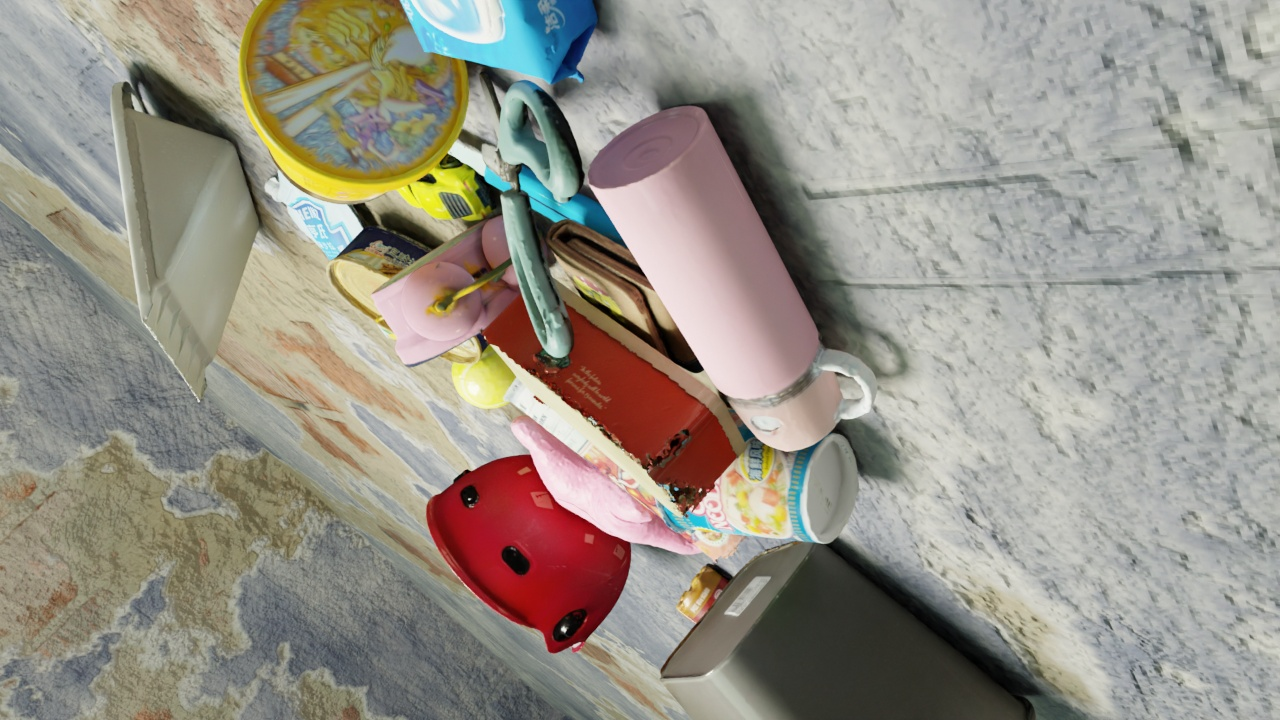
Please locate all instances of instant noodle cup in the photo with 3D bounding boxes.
[{"bbox_3d":[-0.170,-0.148,0.538,0.118,0.118,0.115,45,162,-14],"label":"instant noodle cup"},{"bbox_3d":[0.081,0.077,0.615,0.110,0.099,0.099,5,140,39],"label":"instant noodle cup"}]

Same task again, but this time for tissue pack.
[{"bbox_3d":[-0.080,-0.193,0.401,0.095,0.052,0.157,23,152,29],"label":"tissue pack"}]

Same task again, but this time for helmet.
[{"bbox_3d":[-0.098,0.175,0.930,0.207,0.144,0.240,47,177,25],"label":"helmet"}]

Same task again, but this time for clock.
[{"bbox_3d":[-0.123,-0.052,0.636,0.159,0.117,0.060,-3,122,58],"label":"clock"}]

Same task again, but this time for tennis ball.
[{"bbox_3d":[-0.134,0.010,0.812,0.065,0.065,0.066,31,155,16],"label":"tennis ball"}]

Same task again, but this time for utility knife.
[{"bbox_3d":[-0.054,-0.098,0.572,0.179,0.018,0.034,30,156,18],"label":"utility knife"}]

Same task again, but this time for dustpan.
[{"bbox_3d":[-0.470,-0.127,0.887,0.142,0.257,0.223,16,157,-7],"label":"dustpan"}]

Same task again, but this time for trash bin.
[{"bbox_3d":[0.156,0.280,0.757,0.220,0.198,0.199,45,154,2],"label":"trash bin"}]

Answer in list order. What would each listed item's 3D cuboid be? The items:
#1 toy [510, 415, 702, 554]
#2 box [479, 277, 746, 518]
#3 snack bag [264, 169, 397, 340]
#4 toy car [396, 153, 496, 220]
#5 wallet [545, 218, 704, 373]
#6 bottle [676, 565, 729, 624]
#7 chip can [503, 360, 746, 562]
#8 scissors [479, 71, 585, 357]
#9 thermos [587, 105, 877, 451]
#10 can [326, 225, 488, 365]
[{"bbox_3d":[-0.024,0.120,0.842,0.195,0.074,0.178,31,171,19],"label":"toy"},{"bbox_3d":[-0.024,0.026,0.580,0.168,0.077,0.091,37,168,31],"label":"box"},{"bbox_3d":[-0.262,-0.098,0.837,0.110,0.038,0.191,14,144,47],"label":"snack bag"},{"bbox_3d":[-0.146,-0.122,0.642,0.105,0.032,0.048,20,151,37],"label":"toy car"},{"bbox_3d":[-0.006,-0.036,0.569,0.090,0.033,0.115,32,167,25],"label":"wallet"},{"bbox_3d":[0.122,0.287,0.952,0.175,0.057,0.058,36,156,6],"label":"bottle"},{"bbox_3d":[-0.003,0.068,0.729,0.214,0.071,0.071,38,156,-1],"label":"chip can"},{"bbox_3d":[-0.057,-0.087,0.494,0.179,0.019,0.170,165,89,-73],"label":"scissors"},{"bbox_3d":[0.056,-0.034,0.481,0.087,0.067,0.198,-4,133,39],"label":"thermos"},{"bbox_3d":[-0.185,-0.054,0.765,0.148,0.049,0.075,28,145,5],"label":"can"}]
